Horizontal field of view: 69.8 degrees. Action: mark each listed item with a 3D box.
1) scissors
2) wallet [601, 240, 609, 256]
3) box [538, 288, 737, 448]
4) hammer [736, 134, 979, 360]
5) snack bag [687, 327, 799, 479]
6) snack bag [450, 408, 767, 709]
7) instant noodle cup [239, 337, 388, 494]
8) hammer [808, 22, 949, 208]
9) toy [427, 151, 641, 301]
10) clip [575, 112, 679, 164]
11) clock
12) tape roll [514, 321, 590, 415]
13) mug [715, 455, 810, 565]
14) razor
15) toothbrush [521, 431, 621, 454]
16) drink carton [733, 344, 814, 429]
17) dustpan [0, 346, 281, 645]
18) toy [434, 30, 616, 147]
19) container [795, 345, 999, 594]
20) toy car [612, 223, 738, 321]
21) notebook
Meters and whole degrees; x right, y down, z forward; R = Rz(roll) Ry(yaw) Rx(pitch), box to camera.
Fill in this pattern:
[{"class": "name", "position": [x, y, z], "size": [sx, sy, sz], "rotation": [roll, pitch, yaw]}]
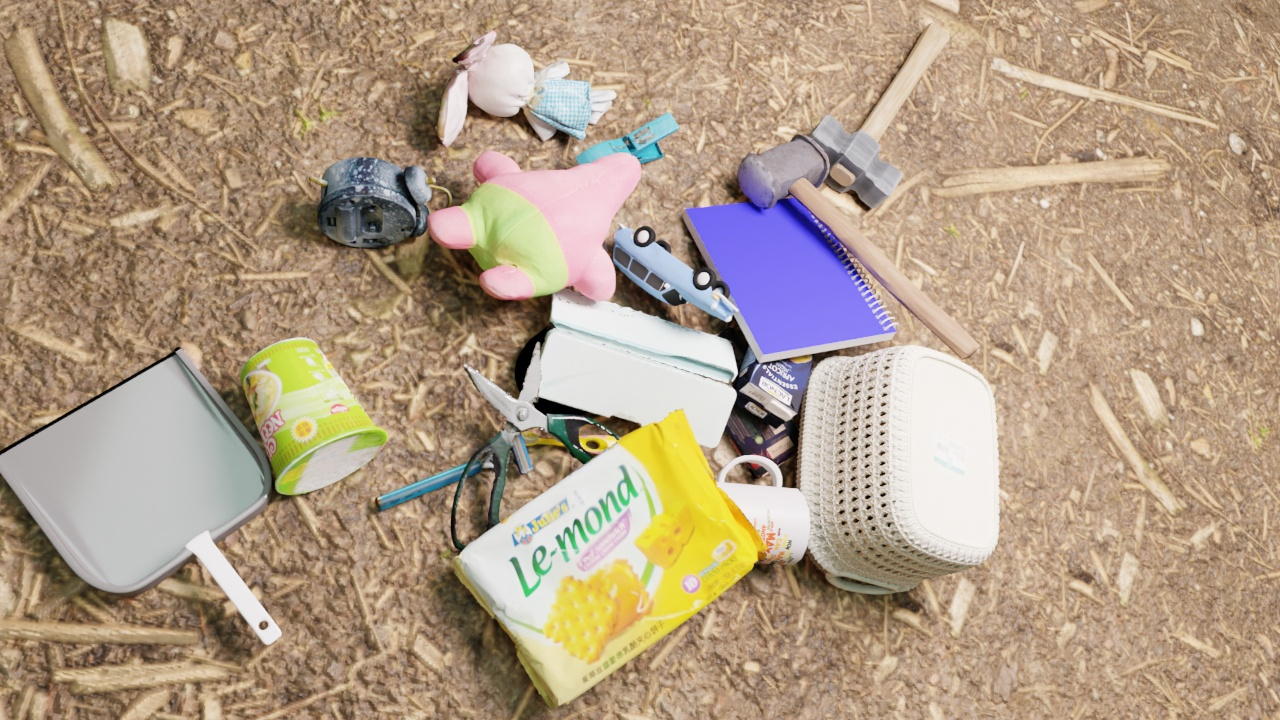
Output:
[{"class": "scissors", "position": [-0.107, 0.095, 0.842], "size": [0.201, 0.015, 0.204], "rotation": [41, 77, -17]}, {"class": "wallet", "position": [-0.098, -0.126, 0.946], "size": [0.119, 0.031, 0.099], "rotation": [-13, 77, -18]}, {"class": "box", "position": [-0.004, 0.005, 0.906], "size": [0.197, 0.075, 0.125], "rotation": [18, 47, -14]}, {"class": "hammer", "position": [0.238, -0.123, 0.994], "size": [0.097, 0.052, 0.328], "rotation": [-27, 66, -29]}, {"class": "snack bag", "position": [0.108, 0.043, 0.961], "size": [0.074, 0.018, 0.155], "rotation": [-27, 80, -28]}, {"class": "snack bag", "position": [-0.023, 0.171, 0.805], "size": [0.247, 0.068, 0.159], "rotation": [-34, 81, -5]}, {"class": "instant noodle cup", "position": [-0.286, 0.044, 0.782], "size": [0.098, 0.099, 0.108], "rotation": [-27, 74, -26]}, {"class": "hammer", "position": [0.319, -0.329, 1.162], "size": [0.117, 0.051, 0.321], "rotation": [38, 60, -3]}, {"class": "toy", "position": [-0.087, -0.140, 0.893], "size": [0.236, 0.097, 0.192], "rotation": [-39, 85, -32]}, {"class": "clip", "position": [-0.015, -0.228, 0.979], "size": [0.126, 0.113, 0.028], "rotation": [-29, 79, -13]}, {"class": "clock", "position": [-0.244, -0.148, 0.867], "size": [0.129, 0.090, 0.052], "rotation": [0, 65, -16]}, {"class": "tape roll", "position": [-0.076, 0.012, 0.907], "size": [0.093, 0.016, 0.091], "rotation": [38, 63, -3]}, {"class": "mug", "position": [0.107, 0.144, 0.891], "size": [0.089, 0.074, 0.105], "rotation": [7, 68, -17]}, {"class": "razor", "position": [-0.171, 0.105, 0.838], "size": [0.143, 0.022, 0.042], "rotation": [-19, 97, -20]}, {"class": "toothbrush", "position": [-0.055, 0.081, 0.889], "size": [0.135, 0.016, 0.021], "rotation": [8, 64, -17]}, {"class": "drink carton", "position": [0.141, 0.003, 0.957], "size": [0.064, 0.040, 0.129], "rotation": [32, 49, -8]}, {"class": "dustpan", "position": [-0.375, 0.127, 0.747], "size": [0.162, 0.033, 0.257], "rotation": [-38, 86, -27]}, {"class": "toy", "position": [-0.119, -0.294, 0.968], "size": [0.205, 0.131, 0.105], "rotation": [-1, 50, -33]}, {"class": "container", "position": [0.261, 0.103, 0.923], "size": [0.184, 0.143, 0.245], "rotation": [18, 65, -26]}, {"class": "toy car", "position": [0.032, -0.085, 0.935], "size": [0.153, 0.056, 0.055], "rotation": [38, 94, 27]}, {"class": "notebook", "position": [0.162, -0.095, 0.994], "size": [0.171, 0.022, 0.209], "rotation": [-10, 55, -21]}]
